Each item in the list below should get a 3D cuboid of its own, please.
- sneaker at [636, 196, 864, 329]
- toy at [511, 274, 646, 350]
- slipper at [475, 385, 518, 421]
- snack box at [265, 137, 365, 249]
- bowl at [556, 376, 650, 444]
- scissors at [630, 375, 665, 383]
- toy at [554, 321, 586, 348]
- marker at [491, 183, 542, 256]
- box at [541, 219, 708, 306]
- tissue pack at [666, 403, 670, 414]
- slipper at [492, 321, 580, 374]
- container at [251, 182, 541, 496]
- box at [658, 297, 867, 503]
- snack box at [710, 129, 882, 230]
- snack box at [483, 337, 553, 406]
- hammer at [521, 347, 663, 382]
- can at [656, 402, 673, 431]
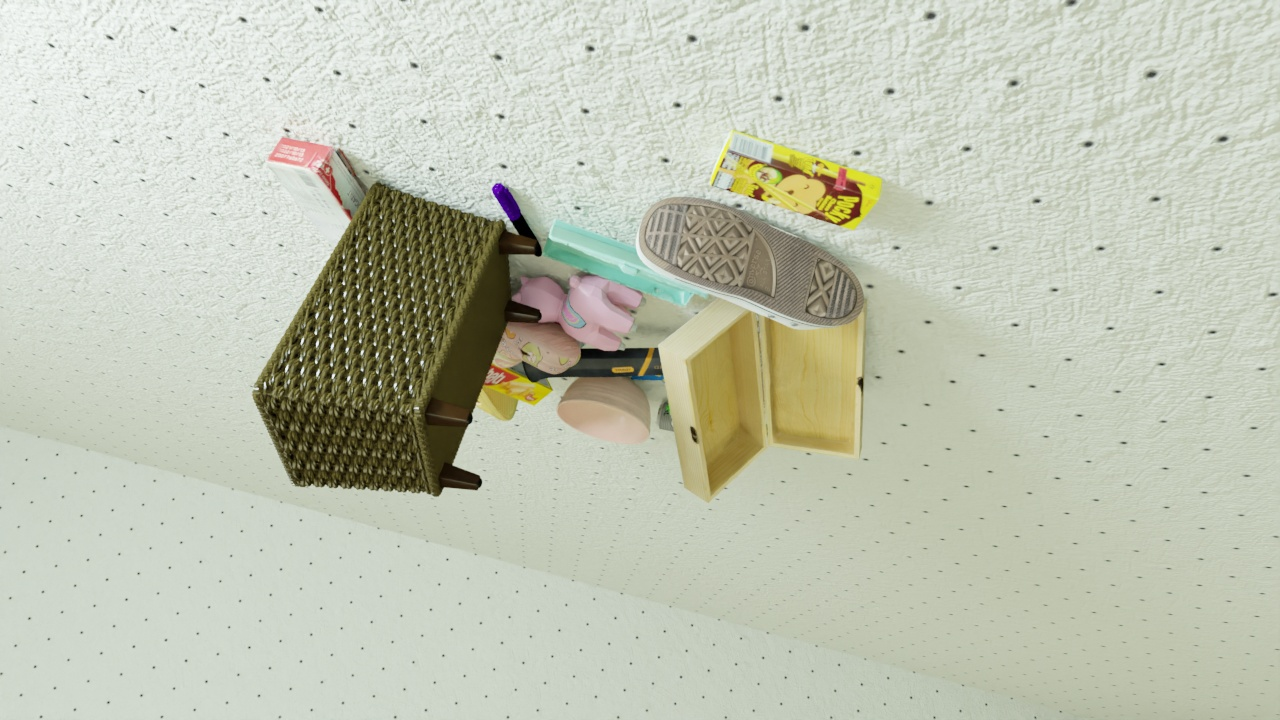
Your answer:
[{"bbox_3d":[0.109,-0.096,0.978,0.245,0.091,0.097,17,171,-9],"label":"sneaker"},{"bbox_3d":[-0.080,-0.070,1.154,0.157,0.067,0.123,22,154,-4],"label":"toy"},{"bbox_3d":[-0.260,-0.005,1.364,0.078,0.099,0.263,5,150,26],"label":"slipper"},{"bbox_3d":[-0.357,-0.169,1.131,0.077,0.044,0.273,14,156,16],"label":"snack box"},{"bbox_3d":[-0.049,0.064,1.411,0.153,0.076,0.153,13,155,6],"label":"bowl"},{"bbox_3d":[0.039,0.025,1.355,0.127,0.013,0.125,4,153,30],"label":"scissors"},{"bbox_3d":[-0.096,-0.034,1.267,0.065,0.050,0.103,34,145,-27],"label":"toy"},{"bbox_3d":[-0.138,-0.158,1.055,0.018,0.015,0.134,9,155,21],"label":"marker"},{"bbox_3d":[-0.018,-0.112,1.046,0.187,0.055,0.138,19,172,-9],"label":"box"},{"bbox_3d":[0.102,0.073,1.354,0.114,0.034,0.099,5,176,17],"label":"tissue pack"},{"bbox_3d":[-0.174,-0.028,1.207,0.197,0.082,0.093,30,-161,18],"label":"slipper"},{"bbox_3d":[-0.244,-0.018,1.022,0.205,0.320,0.177,11,141,5],"label":"container"},{"bbox_3d":[0.152,0.037,1.126,0.252,0.118,0.248,-11,132,0],"label":"box"},{"bbox_3d":[0.145,-0.167,0.860,0.149,0.025,0.061,17,157,-4],"label":"snack box"},{"bbox_3d":[-0.206,-0.003,1.285,0.042,0.092,0.200,-38,151,13],"label":"snack box"},{"bbox_3d":[-0.007,0.007,1.228,0.313,0.035,0.139,-2,129,16],"label":"hammer"},{"bbox_3d":[0.081,0.096,1.443,0.107,0.044,0.044,10,156,10],"label":"can"}]
